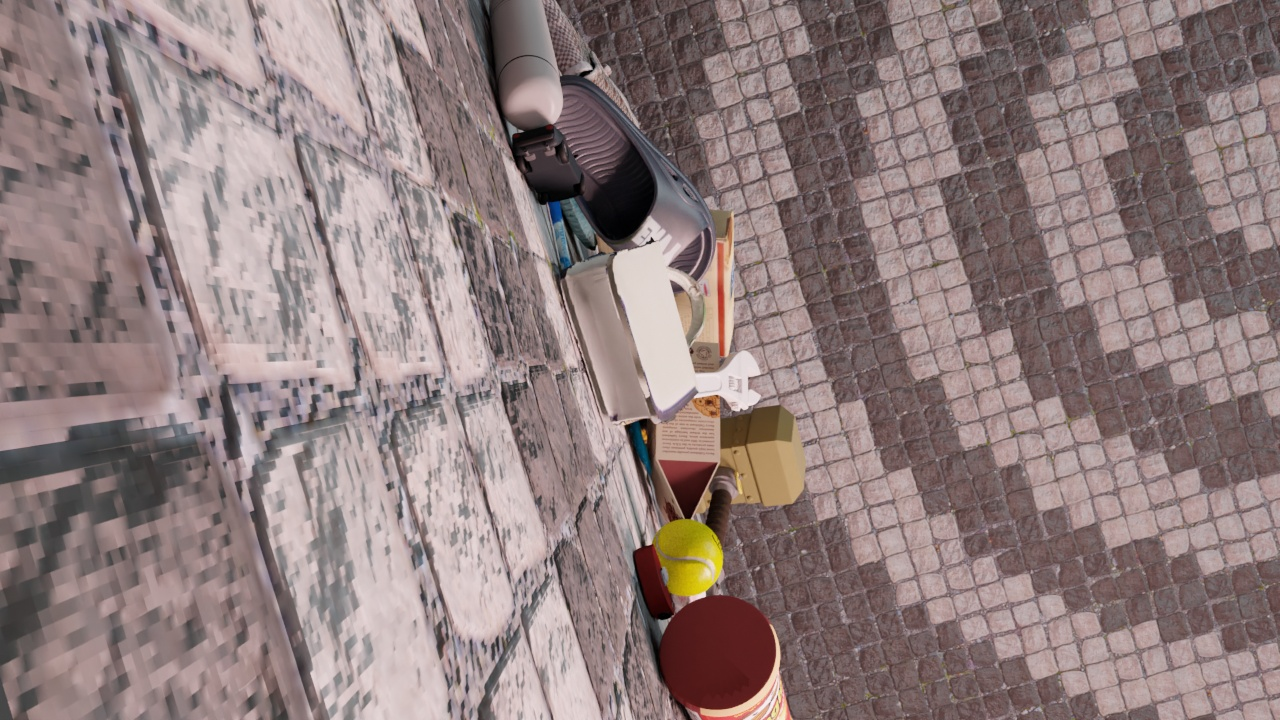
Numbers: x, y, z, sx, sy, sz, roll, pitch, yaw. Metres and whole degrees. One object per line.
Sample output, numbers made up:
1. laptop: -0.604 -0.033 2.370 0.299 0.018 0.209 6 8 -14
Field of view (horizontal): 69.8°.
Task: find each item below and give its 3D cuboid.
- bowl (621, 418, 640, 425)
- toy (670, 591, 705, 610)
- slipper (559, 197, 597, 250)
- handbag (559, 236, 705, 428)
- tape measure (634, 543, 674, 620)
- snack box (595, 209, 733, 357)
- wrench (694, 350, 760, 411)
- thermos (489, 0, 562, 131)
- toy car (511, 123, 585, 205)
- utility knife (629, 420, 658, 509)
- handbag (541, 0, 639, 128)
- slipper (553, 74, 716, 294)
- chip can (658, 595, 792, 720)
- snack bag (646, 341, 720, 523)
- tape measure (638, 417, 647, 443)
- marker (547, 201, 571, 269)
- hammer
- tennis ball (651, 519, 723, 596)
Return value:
1. bowl: -0.006 0.006 0.966 0.112 0.061 0.112 -15 88 -87
2. toy: 0.046 0.222 0.928 0.125 0.037 0.076 -52 134 -79
3. slipper: -0.082 -0.259 1.038 0.116 0.069 0.276 -83 155 -76
4. handbag: 0.006 -0.032 0.829 0.175 0.074 0.151 -33 109 -55
5. tape measure: 0.013 0.175 0.717 0.051 0.019 0.059 52 21 -84
6. snack box: 0.035 -0.095 1.110 0.208 0.153 0.055 83 18 -51
7. wrench: 0.050 0.026 0.941 0.272 0.018 0.066 -3 81 -53
8. thermos: -0.102 -0.267 0.800 0.223 0.052 0.052 -104 176 -49
9. toy car: -0.076 -0.163 0.764 0.112 0.046 0.034 56 21 -75
10. utility knife: -0.002 0.088 1.019 0.206 0.015 0.031 -109 180 -48
11. handbag: -0.058 -0.319 1.019 0.124 0.047 0.185 60 10 16
12. slipper: -0.010 -0.169 0.934 0.268 0.111 0.083 48 12 -27
13. chip can: 0.076 0.270 0.731 0.213 0.087 0.087 71 3 -50
14. snack bag: 0.046 0.091 1.028 0.094 0.070 0.206 106 -14 -69
15. tape measure: 0.000 0.059 1.119 0.059 0.030 0.068 73 1 -55
16. marker: -0.075 -0.117 0.850 0.013 0.013 0.141 70 4 -49
17. hammer: 0.094 0.193 1.124 0.323 0.190 0.101 -68 144 -58
18. tennis ball: 0.040 0.173 0.808 0.065 0.065 0.065 -15 88 -87
